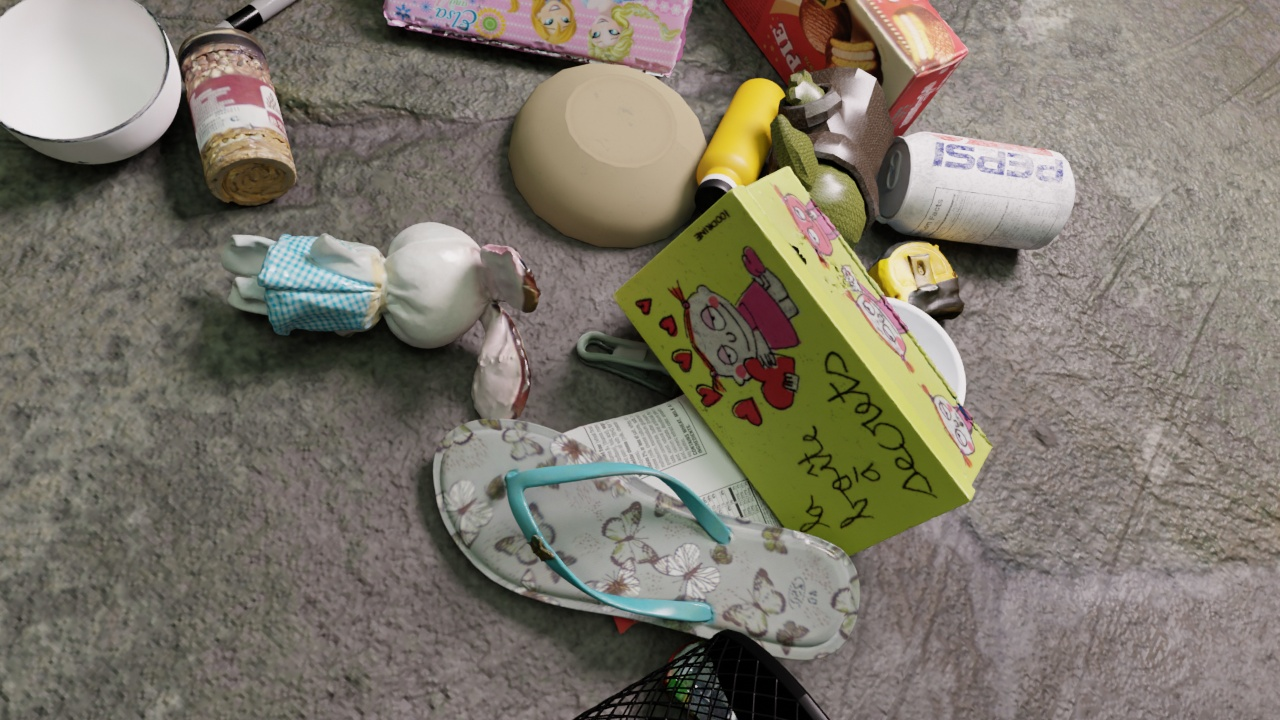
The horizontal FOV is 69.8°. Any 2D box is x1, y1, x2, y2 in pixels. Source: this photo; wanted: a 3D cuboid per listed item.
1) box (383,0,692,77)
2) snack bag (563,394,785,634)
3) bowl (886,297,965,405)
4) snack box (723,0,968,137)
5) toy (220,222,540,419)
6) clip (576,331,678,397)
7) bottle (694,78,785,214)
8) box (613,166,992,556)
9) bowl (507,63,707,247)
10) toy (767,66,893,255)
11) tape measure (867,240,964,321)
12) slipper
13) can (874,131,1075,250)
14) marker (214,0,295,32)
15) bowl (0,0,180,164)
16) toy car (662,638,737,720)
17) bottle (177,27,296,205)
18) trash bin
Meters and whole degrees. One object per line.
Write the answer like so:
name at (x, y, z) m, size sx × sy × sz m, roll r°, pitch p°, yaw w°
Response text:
box at (-0.074, -0.276, 0.694) m, size 0.230 × 0.053 × 0.085 m, roll 8°, pitch 106°, yaw -10°
snack bag at (0.027, 0.083, 0.586) m, size 0.143 × 0.039 × 0.130 m, roll -19°, pitch 74°, yaw -19°
bowl at (0.169, 0.013, 0.650) m, size 0.110 × 0.041 × 0.109 m, roll 5°, pitch 67°, yaw -11°
snack box at (0.143, -0.285, 0.733) m, size 0.060 × 0.113 × 0.236 m, roll -27°, pitch 75°, yaw -23°
toy at (-0.161, -0.044, 0.584) m, size 0.205 × 0.131 × 0.105 m, roll 9°, pitch 34°, yaw 0°
clip at (-0.008, -0.001, 0.622) m, size 0.076 × 0.059 × 0.023 m, roll 16°, pitch 62°, yaw 10°
bottle at (0.073, -0.156, 0.678) m, size 0.043 × 0.043 × 0.143 m, roll 26°, pitch 48°, yaw -1°
box at (0.100, 0.007, 0.566) m, size 0.221 × 0.125 × 0.080 m, roll 56°, pitch 41°, yaw 1°
bowl at (-0.019, -0.161, 0.675) m, size 0.152 × 0.051 × 0.152 m, roll 5°, pitch 66°, yaw -11°
toy at (0.133, -0.137, 0.663) m, size 0.078 × 0.179 × 0.152 m, roll -2°, pitch 52°, yaw 32°
tape measure at (0.205, -0.059, 0.691) m, size 0.065 × 0.037 × 0.064 m, roll -9°, pitch 70°, yaw -17°
slipper at (-0.006, 0.110, 0.532) m, size 0.269 × 0.055 × 0.098 m, roll 20°, pitch 83°, yaw 7°
can at (0.256, -0.131, 0.711) m, size 0.136 × 0.078 × 0.078 m, roll 5°, pitch 66°, yaw -11°
marker at (-0.271, -0.267, 0.681) m, size 0.016 × 0.016 × 0.140 m, roll 39°, pitch 64°, yaw 5°
bowl at (-0.353, -0.176, 0.592) m, size 0.113 × 0.063 × 0.113 m, roll 2°, pitch 72°, yaw -6°
toy car at (0.052, 0.206, 0.541) m, size 0.091 × 0.036 × 0.042 m, roll 46°, pitch 66°, yaw 3°
bottle at (-0.270, -0.162, 0.614) m, size 0.056 × 0.056 × 0.105 m, roll -14°, pitch 71°, yaw -19°
trash bin at (-0.003, 0.244, 0.419) m, size 0.209 × 0.184 × 0.184 m, roll -30°, pitch 77°, yaw -18°
